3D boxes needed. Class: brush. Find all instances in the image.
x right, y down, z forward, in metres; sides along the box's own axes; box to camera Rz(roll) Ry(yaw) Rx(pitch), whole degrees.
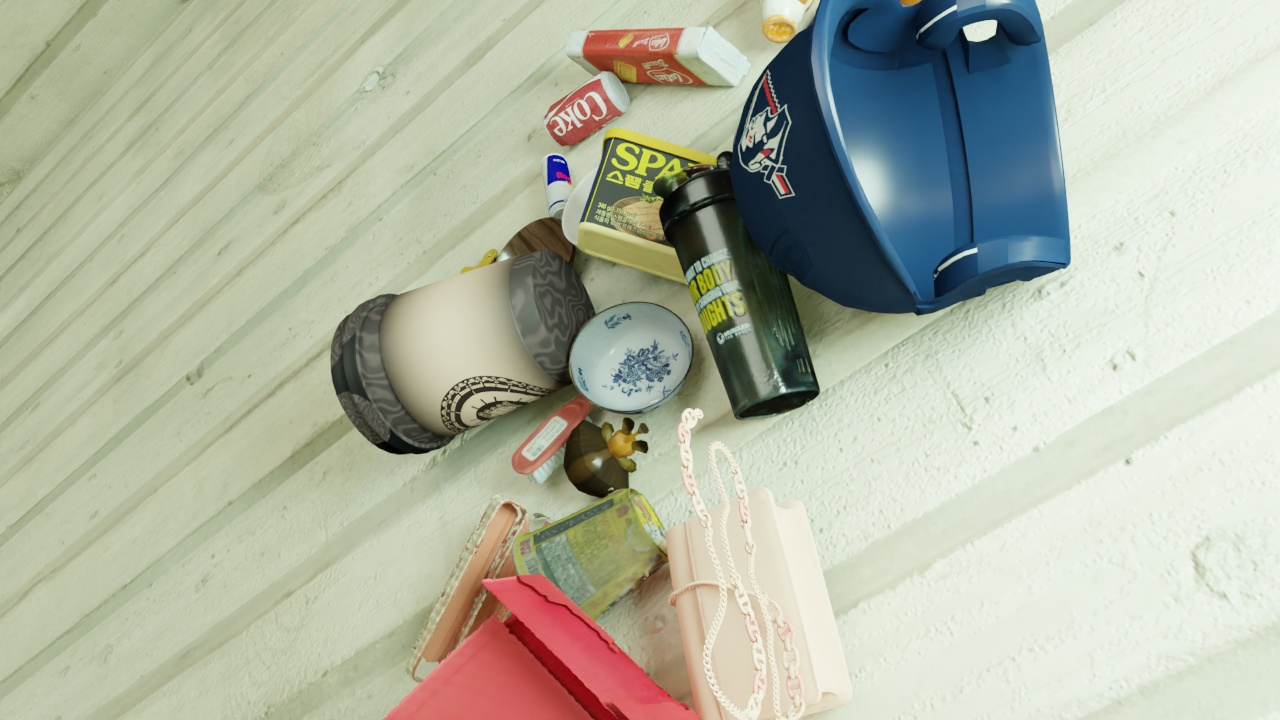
[{"bbox_3d":[-0.054,0.050,0.881,0.172,0.030,0.041,-46,41,-12],"label":"brush"}]

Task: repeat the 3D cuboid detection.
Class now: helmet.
[{"bbox_3d":[0.168,-0.149,0.650,0.224,0.272,0.232,-7,75,28],"label":"helmet"}]

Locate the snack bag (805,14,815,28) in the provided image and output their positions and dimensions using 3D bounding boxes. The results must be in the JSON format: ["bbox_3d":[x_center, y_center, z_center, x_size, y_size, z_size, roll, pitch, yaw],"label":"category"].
[{"bbox_3d":[0.174,-0.294,0.913,0.075,0.018,0.155,26,81,46],"label":"snack bag"}]

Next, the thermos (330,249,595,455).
[{"bbox_3d":[-0.169,-0.012,0.923,0.227,0.172,0.172,-19,53,22],"label":"thermos"}]

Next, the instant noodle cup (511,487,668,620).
[{"bbox_3d":[-0.036,0.161,0.760,0.108,0.102,0.102,-32,47,8],"label":"instant noodle cup"}]

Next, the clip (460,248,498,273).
[{"bbox_3d":[-0.182,-0.107,1.091,0.054,0.045,0.048,4,23,42],"label":"clip"}]

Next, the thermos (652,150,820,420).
[{"bbox_3d":[0.083,-0.065,0.762,0.098,0.098,0.220,-25,70,26],"label":"thermos"}]

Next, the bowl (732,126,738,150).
[{"bbox_3d":[0.150,-0.193,0.834,0.117,0.067,0.117,-20,54,29],"label":"bowl"}]

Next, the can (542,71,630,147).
[{"bbox_3d":[-0.064,-0.295,1.082,0.097,0.054,0.054,-26,50,25],"label":"can"}]

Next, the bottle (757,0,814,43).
[{"bbox_3d":[0.150,-0.382,0.951,0.063,0.063,0.109,-7,59,36],"label":"bottle"}]

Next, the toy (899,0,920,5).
[{"bbox_3d":[0.228,-0.318,0.829,0.103,0.090,0.070,-15,56,27],"label":"toy"}]

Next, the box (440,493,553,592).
[{"bbox_3d":[-0.146,0.217,0.839,0.078,0.054,0.187,24,81,12],"label":"box"}]

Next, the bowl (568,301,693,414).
[{"bbox_3d":[-0.005,0.005,0.845,0.114,0.045,0.114,-6,61,10],"label":"bowl"}]

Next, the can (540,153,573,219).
[{"bbox_3d":[-0.095,-0.198,1.063,0.032,0.032,0.095,-31,49,21],"label":"can"}]

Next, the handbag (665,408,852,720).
[{"bbox_3d":[0.039,0.155,0.625,0.117,0.187,0.198,-28,57,29],"label":"handbag"}]

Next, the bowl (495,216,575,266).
[{"bbox_3d":[-0.113,-0.100,1.017,0.120,0.032,0.119,-20,53,29],"label":"bowl"}]

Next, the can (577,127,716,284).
[{"bbox_3d":[0.016,-0.143,0.871,0.135,0.075,0.104,17,74,0],"label":"can"}]

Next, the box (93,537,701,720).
[{"bbox_3d":[-0.081,0.203,0.544,0.212,0.409,0.107,29,88,45],"label":"box"}]

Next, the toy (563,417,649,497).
[{"bbox_3d":[-0.026,0.081,0.818,0.100,0.062,0.076,-37,81,35],"label":"toy"}]

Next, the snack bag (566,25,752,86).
[{"bbox_3d":[0.014,-0.341,1.030,0.225,0.077,0.041,21,90,44],"label":"snack bag"}]

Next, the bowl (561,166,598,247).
[{"bbox_3d":[-0.026,-0.154,0.966,0.105,0.054,0.104,-22,52,31],"label":"bowl"}]
